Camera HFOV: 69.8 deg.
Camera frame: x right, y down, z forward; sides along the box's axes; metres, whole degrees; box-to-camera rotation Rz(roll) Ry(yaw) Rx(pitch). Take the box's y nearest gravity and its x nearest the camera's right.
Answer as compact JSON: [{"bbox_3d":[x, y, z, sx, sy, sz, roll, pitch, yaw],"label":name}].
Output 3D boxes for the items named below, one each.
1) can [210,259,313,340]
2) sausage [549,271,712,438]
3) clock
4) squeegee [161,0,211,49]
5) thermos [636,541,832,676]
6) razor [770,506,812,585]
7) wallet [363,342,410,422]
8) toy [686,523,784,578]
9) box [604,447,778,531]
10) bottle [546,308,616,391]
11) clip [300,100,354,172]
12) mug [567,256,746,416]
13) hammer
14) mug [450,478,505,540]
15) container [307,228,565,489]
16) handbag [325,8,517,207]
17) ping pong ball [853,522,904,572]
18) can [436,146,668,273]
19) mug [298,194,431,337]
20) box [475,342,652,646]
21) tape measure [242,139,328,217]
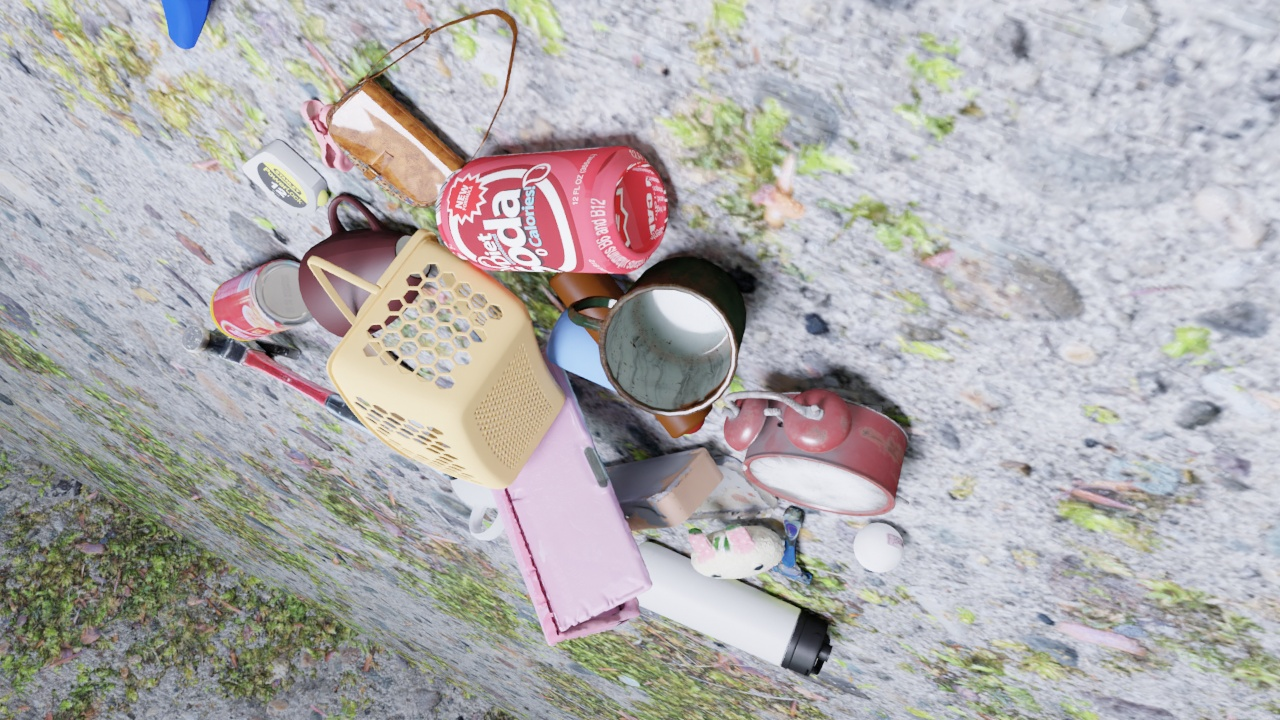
[{"bbox_3d":[-0.374,-0.059,0.912,0.125,0.066,0.066,-8,133,47],"label":"can"},{"bbox_3d":[-0.006,-0.011,0.653,0.155,0.040,0.040,51,147,-5],"label":"sausage"},{"bbox_3d":[0.120,0.053,0.645,0.110,0.061,0.156,-3,149,43],"label":"clock"},{"bbox_3d":[-0.288,-0.261,0.551,0.249,0.055,0.185,46,151,8],"label":"squeegee"},{"bbox_3d":[0.096,0.275,1.004,0.230,0.068,0.101,21,161,15],"label":"thermos"},{"bbox_3d":[0.140,0.176,0.860,0.044,0.018,0.141,18,148,21],"label":"razor"},{"bbox_3d":[-0.279,0.024,0.995,0.098,0.026,0.121,46,148,-16],"label":"wallet"},{"bbox_3d":[0.089,0.176,0.848,0.087,0.050,0.112,-14,146,19],"label":"toy"},{"bbox_3d":[0.011,0.140,0.857,0.218,0.114,0.095,-19,103,52],"label":"box"},{"bbox_3d":[-0.004,0.004,0.701,0.131,0.047,0.048,23,149,12],"label":"bottle"},{"bbox_3d":[-0.232,-0.167,0.674,0.044,0.023,0.060,33,149,6],"label":"clip"},{"bbox_3d":[0.011,-0.022,0.586,0.111,0.081,0.085,16,113,6],"label":"mug"},{"bbox_3d":[-0.314,0.044,0.957,0.326,0.036,0.140,24,179,20],"label":"hammer"},{"bbox_3d":[-0.141,0.123,0.927,0.083,0.119,0.097,26,155,-30],"label":"mug"},{"bbox_3d":[-0.160,0.002,0.688,0.167,0.129,0.183,26,160,17],"label":"container"},{"bbox_3d":[-0.133,-0.160,0.585,0.093,0.043,0.196,42,145,-22],"label":"handbag"},{"bbox_3d":[0.196,0.154,0.755,0.040,0.040,0.040,22,149,14],"label":"ping pong ball"},{"bbox_3d":[-0.057,-0.093,0.576,0.143,0.074,0.074,5,142,36],"label":"can"},{"bbox_3d":[-0.220,-0.083,0.747,0.089,0.086,0.114,-18,95,32],"label":"mug"},{"bbox_3d":[-0.060,0.103,0.762,0.099,0.232,0.107,4,143,-45],"label":"box"},{"bbox_3d":[-0.291,-0.148,0.757,0.065,0.016,0.064,-12,130,49],"label":"tape measure"}]
